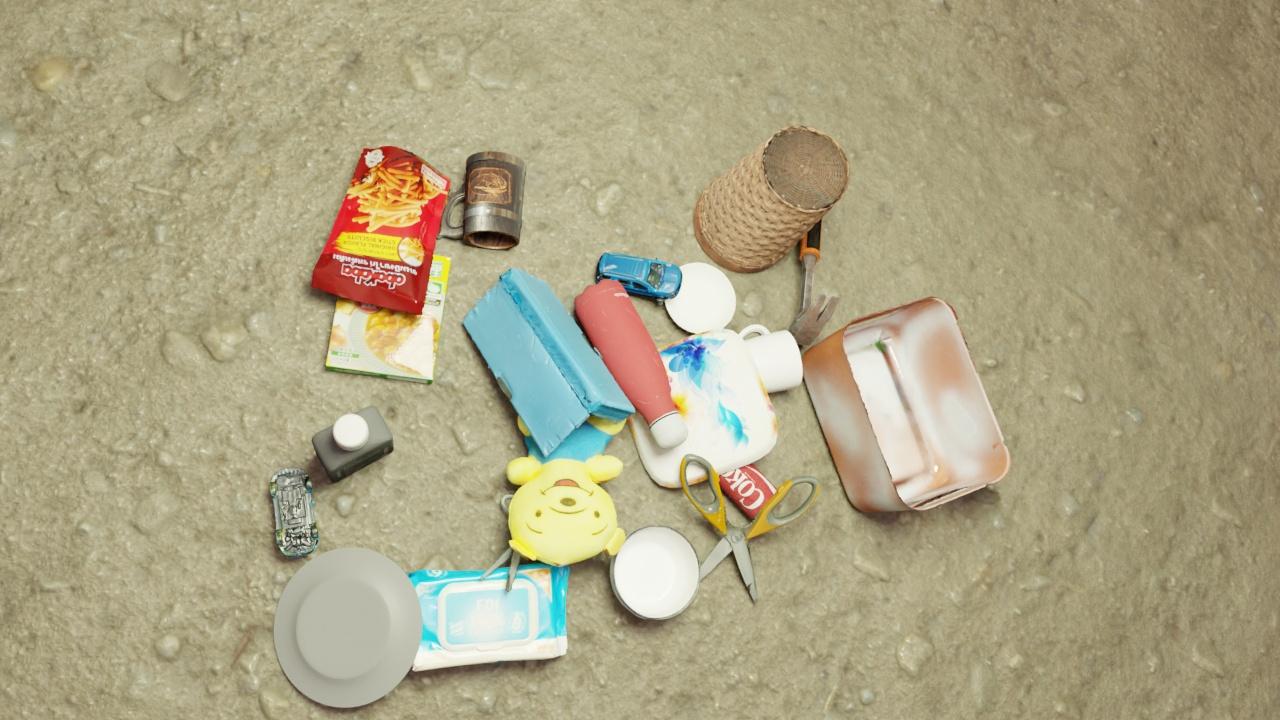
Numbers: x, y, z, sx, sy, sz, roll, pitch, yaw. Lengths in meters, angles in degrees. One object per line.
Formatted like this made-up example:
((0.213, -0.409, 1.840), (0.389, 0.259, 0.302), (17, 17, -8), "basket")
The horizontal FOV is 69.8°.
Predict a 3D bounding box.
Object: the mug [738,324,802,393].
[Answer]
((0.161, -0.005, 1.269), (0.087, 0.081, 0.114), (-12, 49, -10), "mug")

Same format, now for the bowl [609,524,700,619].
((0.013, 0.268, 1.163), (0.116, 0.066, 0.116), (3, 76, -14), "bowl")

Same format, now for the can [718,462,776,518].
((0.137, 0.162, 1.228), (0.096, 0.054, 0.054), (47, 70, -1), "can")

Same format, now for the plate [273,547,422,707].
((-0.338, 0.305, 1.052), (0.178, 0.012, 0.178), (-1, 80, 7), "plate")

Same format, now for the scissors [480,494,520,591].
((-0.133, 0.221, 1.128), (0.147, 0.014, 0.141), (2, 43, -22), "scissors")

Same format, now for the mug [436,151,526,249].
((-0.211, -0.209, 1.216), (0.116, 0.080, 0.107), (-1, 77, 13), "mug")

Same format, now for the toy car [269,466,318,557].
((-0.409, 0.180, 1.087), (0.048, 0.032, 0.105), (-10, 75, -17), "toy car")

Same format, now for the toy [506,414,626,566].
((-0.091, 0.156, 1.133), (0.149, 0.084, 0.213), (2, 58, -8), "toy")

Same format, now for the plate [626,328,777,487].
((0.073, 0.061, 1.209), (0.187, 0.016, 0.187), (-21, 78, 6), "plate")

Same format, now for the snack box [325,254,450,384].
((-0.319, -0.061, 1.170), (0.132, 0.027, 0.167), (8, 75, -13), "snack box")

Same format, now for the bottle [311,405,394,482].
((-0.330, 0.093, 1.053), (0.083, 0.174, 0.046), (-30, 86, -20), "bottle")

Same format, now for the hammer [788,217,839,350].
((0.248, -0.173, 1.312), (0.035, 0.138, 0.313), (13, 66, -10), "hammer")

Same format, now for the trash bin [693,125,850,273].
((0.174, -0.221, 1.245), (0.151, 0.210, 0.151), (4, 76, -14), "trash bin")

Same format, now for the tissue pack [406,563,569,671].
((-0.184, 0.306, 1.103), (0.209, 0.066, 0.117), (0, 78, -17), "tissue pack")

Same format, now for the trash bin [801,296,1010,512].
((0.350, 0.066, 1.255), (0.181, 0.158, 0.259), (-17, 83, -18), "trash bin")

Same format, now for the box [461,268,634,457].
((-0.122, 0.006, 1.162), (0.112, 0.094, 0.231), (-42, 66, 15), "box")

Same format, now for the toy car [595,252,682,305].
((-0.003, -0.115, 1.247), (0.120, 0.044, 0.056), (12, 73, 7), "toy car")

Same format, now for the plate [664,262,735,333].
((0.080, -0.084, 1.285), (0.104, 0.026, 0.104), (4, 75, -14), "plate")

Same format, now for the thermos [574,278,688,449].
((-0.007, 0.007, 1.186), (0.073, 0.073, 0.239), (-21, 68, -19), "thermos")

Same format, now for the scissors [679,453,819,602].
((0.136, 0.207, 1.192), (0.229, 0.016, 0.225), (-22, 101, -1), "scissors")

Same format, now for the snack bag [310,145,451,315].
((-0.321, -0.163, 1.167), (0.139, 0.067, 0.207), (17, 70, -15), "snack bag")
